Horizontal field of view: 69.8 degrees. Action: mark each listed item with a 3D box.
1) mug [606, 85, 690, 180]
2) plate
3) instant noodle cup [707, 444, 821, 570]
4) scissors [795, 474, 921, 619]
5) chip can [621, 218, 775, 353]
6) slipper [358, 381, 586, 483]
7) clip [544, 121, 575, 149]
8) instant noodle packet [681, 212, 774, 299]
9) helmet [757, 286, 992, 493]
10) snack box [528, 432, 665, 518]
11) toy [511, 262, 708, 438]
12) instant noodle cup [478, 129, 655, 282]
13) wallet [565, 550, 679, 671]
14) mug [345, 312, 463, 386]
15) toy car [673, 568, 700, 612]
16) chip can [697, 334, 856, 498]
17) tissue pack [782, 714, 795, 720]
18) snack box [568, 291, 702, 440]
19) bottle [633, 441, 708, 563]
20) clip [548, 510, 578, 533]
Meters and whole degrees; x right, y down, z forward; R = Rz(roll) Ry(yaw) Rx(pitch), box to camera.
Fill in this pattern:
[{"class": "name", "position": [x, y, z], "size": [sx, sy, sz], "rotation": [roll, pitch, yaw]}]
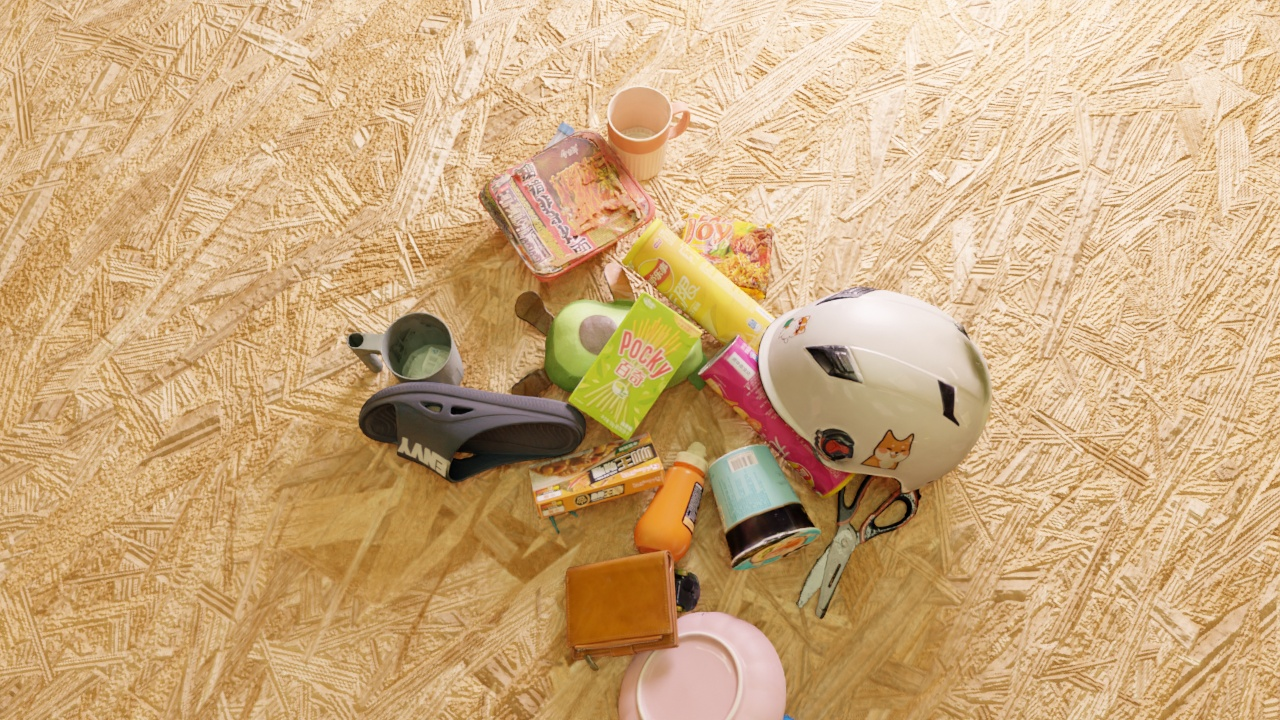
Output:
[{"class": "mug", "position": [0.011, -0.304, 1.217], "size": [0.114, 0.106, 0.081], "rotation": [-23, 73, -9]}, {"class": "plate", "position": [0.058, 0.354, 0.979], "size": [0.193, 0.039, 0.192], "rotation": [-17, 47, 18]}, {"class": "instant noodle cup", "position": [0.135, 0.167, 1.069], "size": [0.111, 0.111, 0.120], "rotation": [-18, 64, -8]}, {"class": "scissors", "position": [0.263, 0.209, 1.098], "size": [0.206, 0.015, 0.201], "rotation": [-8, 72, -5]}, {"class": "chip can", "position": [0.080, -0.083, 1.138], "size": [0.213, 0.072, 0.072], "rotation": [39, 74, -3]}, {"class": "slipper", "position": [-0.198, 0.090, 1.066], "size": [0.268, 0.111, 0.083], "rotation": [4, 50, -2]}, {"class": "clip", "position": [-0.113, -0.297, 1.259], "size": [0.026, 0.042, 0.058], "rotation": [36, 77, 8]}, {"class": "instant noodle packet", "position": [0.109, -0.141, 1.199], "size": [0.128, 0.044, 0.110], "rotation": [11, 68, 2]}, {"class": "helmet", "position": [0.287, 0.014, 1.043], "size": [0.274, 0.157, 0.229], "rotation": [30, 53, -11]}, {"class": "snack box", "position": [-0.053, 0.135, 1.087], "size": [0.153, 0.026, 0.075], "rotation": [-15, 33, -6]}, {"class": "toy", "position": [-0.038, -0.014, 1.127], "size": [0.247, 0.090, 0.226], "rotation": [-2, 78, 1]}, {"class": "instant noodle cup", "position": [-0.093, -0.195, 1.192], "size": [0.188, 0.079, 0.164], "rotation": [-32, 75, -11]}, {"class": "wallet", "position": [-0.023, 0.280, 1.025], "size": [0.131, 0.035, 0.119], "rotation": [-14, 66, 22]}, {"class": "mug", "position": [-0.280, -0.003, 1.108], "size": [0.124, 0.103, 0.083], "rotation": [5, 71, 1]}, {"class": "toy car", "position": [0.017, 0.263, 1.062], "size": [0.106, 0.031, 0.049], "rotation": [4, 75, 11]}, {"class": "chip can", "position": [0.167, 0.066, 1.093], "size": [0.210, 0.071, 0.071], "rotation": [45, 75, 0]}, {"class": "tissue pack", "position": [0.161, 0.450, 0.972], "size": [0.052, 0.095, 0.157], "rotation": [-17, 72, -2]}, {"class": "snack box", "position": [-0.006, 0.006, 1.072], "size": [0.086, 0.026, 0.156], "rotation": [35, 89, -4]}, {"class": "bottle", "position": [0.044, 0.163, 1.087], "size": [0.067, 0.067, 0.149], "rotation": [22, 64, 6]}, {"class": "clip", "position": [-0.104, 0.177, 1.100], "size": [0.033, 0.013, 0.054], "rotation": [-40, 79, -14]}]
